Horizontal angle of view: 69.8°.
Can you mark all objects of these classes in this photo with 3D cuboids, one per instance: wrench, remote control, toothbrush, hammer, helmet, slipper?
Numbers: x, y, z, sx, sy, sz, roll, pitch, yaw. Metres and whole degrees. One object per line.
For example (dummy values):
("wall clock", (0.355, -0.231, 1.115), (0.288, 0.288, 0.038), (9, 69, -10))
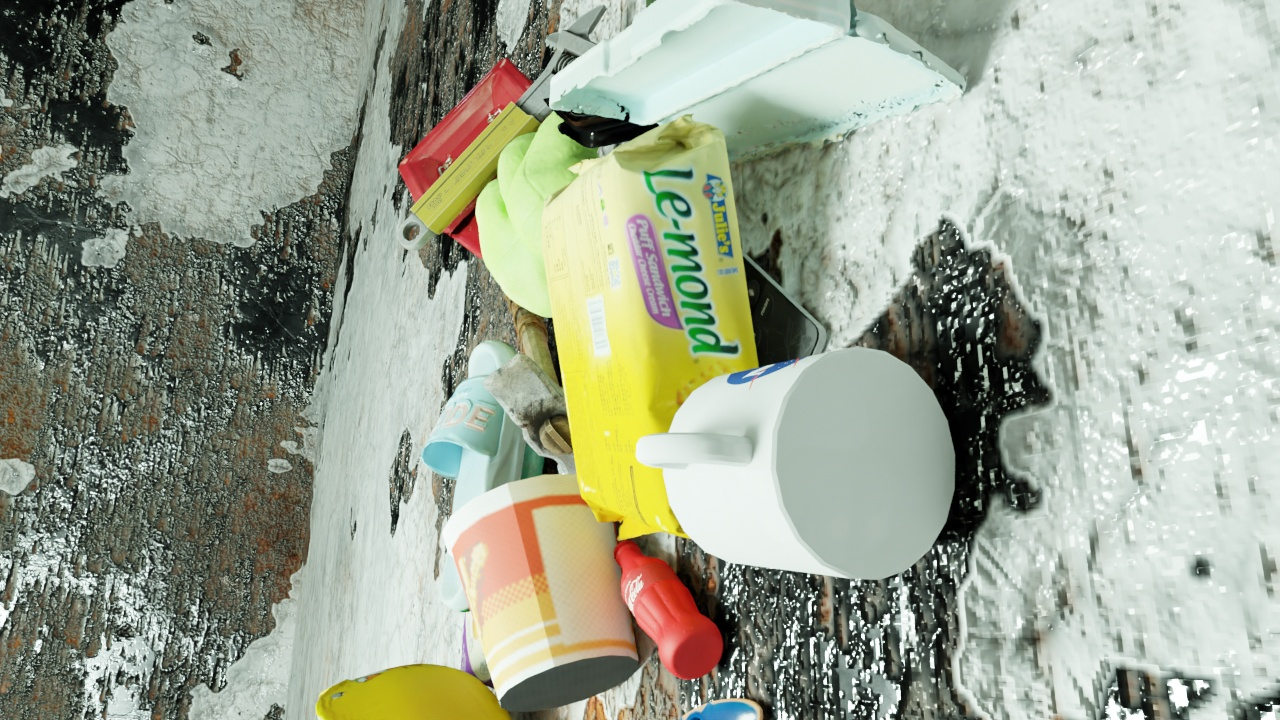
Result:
("wrench", (-0.106, -0.192, 0.773), (0.273, 0.018, 0.083), (-46, 65, 6))
("remote control", (0.064, -0.030, 0.535), (0.045, 0.008, 0.146), (-70, 27, 23))
("toothbrush", (0.029, 0.209, 0.523), (0.135, 0.017, 0.021), (-45, 45, 52))
("hammer", (-0.087, -0.009, 0.765), (0.049, 0.121, 0.318), (-36, 26, 5))
("helmet", (-0.165, 0.343, 0.749), (0.209, 0.139, 0.241), (64, 155, 16))
("slipper", (-0.148, 0.089, 0.788), (0.104, 0.074, 0.245), (-37, 44, 53))

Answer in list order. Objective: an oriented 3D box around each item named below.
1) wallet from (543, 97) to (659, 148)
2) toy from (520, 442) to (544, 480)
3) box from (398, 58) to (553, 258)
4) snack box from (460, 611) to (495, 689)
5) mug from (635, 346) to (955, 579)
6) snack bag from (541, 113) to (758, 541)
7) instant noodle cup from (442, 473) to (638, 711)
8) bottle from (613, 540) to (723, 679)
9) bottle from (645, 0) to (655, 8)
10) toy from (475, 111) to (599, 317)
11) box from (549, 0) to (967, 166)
("wallet", (0.002, -0.164, 0.598), (0.089, 0.115, 0.026), (-128, 25, -60))
("toy", (-0.110, 0.099, 0.833), (0.105, 0.033, 0.085), (-26, 48, 61))
("box", (-0.136, -0.190, 0.865), (0.158, 0.092, 0.129), (-42, 36, 8))
("snack box", (-0.113, 0.208, 0.799), (0.148, 0.040, 0.143), (-24, 60, 61))
("mug", (0.057, 0.043, 0.393), (0.090, 0.121, 0.091), (-16, 69, 63))
("snack bag", (0.002, -0.008, 0.534), (0.160, 0.068, 0.247), (-6, 93, 64))
("instant noodle cup", (-0.062, 0.162, 0.627), (0.124, 0.123, 0.121), (-56, 42, 43))
("bottle", (0.010, 0.145, 0.560), (0.119, 0.036, 0.036), (41, 119, 62))
("bottle", (0.017, -0.265, 0.693), (0.025, 0.025, 0.106), (-36, 50, 57))
("toy", (-0.069, -0.100, 0.706), (0.150, 0.107, 0.197), (49, 141, 4))
("box", (0.046, -0.141, 0.460), (0.197, 0.134, 0.041), (-174, 91, -65))
